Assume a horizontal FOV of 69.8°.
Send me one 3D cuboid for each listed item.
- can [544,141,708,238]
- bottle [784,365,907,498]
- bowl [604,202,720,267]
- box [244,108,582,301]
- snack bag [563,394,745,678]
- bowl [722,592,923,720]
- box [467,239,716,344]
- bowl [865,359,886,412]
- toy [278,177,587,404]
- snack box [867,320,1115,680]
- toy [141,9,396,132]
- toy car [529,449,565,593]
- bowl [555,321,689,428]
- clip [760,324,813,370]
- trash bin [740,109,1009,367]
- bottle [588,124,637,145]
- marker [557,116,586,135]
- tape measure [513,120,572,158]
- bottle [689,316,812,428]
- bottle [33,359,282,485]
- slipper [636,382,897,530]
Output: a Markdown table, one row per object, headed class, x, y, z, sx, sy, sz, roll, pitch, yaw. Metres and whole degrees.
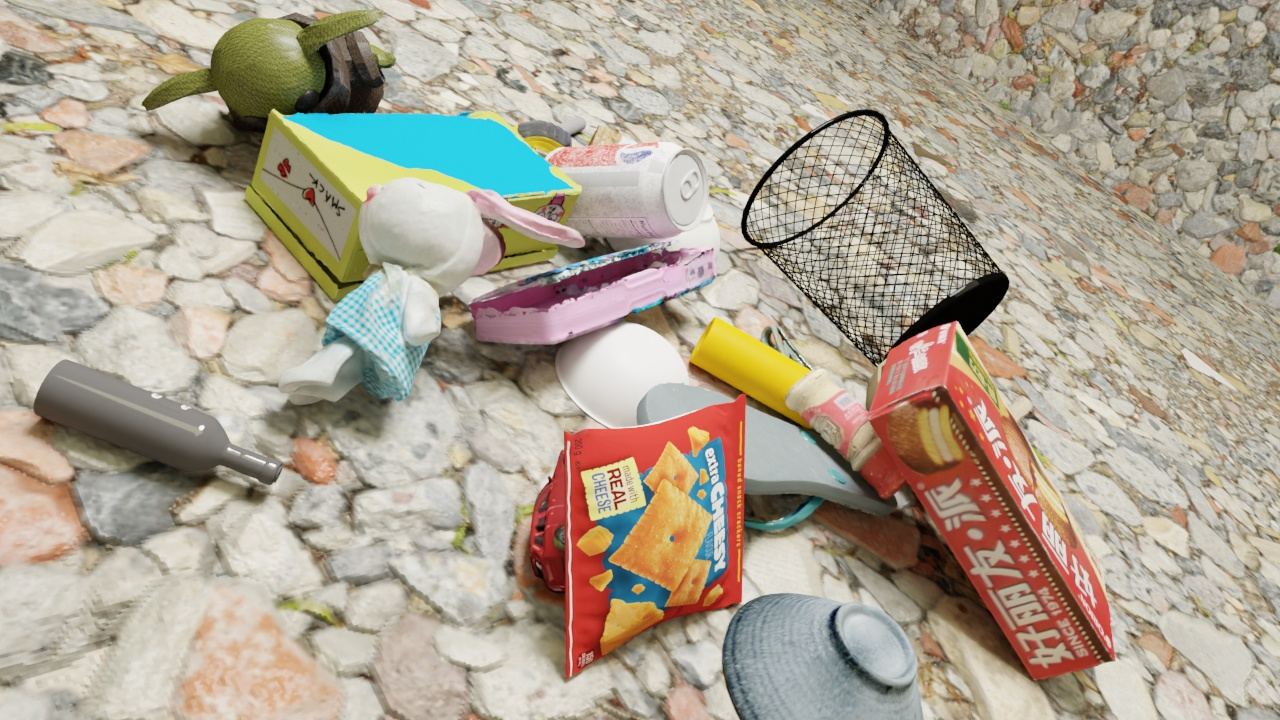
| class | x | y | z | sx | sy | sz | roll | pitch | yaw |
| --- | --- | --- | --- | --- | --- | --- | --- | --- | --- |
| can | -0.017 | -0.143 | 0.776 | 0.136 | 0.078 | 0.078 | 7 | 17 | 35 |
| bottle | 0.160 | 0.054 | 0.694 | 0.109 | 0.044 | 0.044 | 45 | 35 | 20 |
| bowl | 0.027 | -0.126 | 0.859 | 0.113 | 0.063 | 0.113 | 22 | 34 | -16 |
| box | -0.161 | -0.125 | 0.692 | 0.124 | 0.081 | 0.220 | 43 | 32 | 18 |
| snack bag | 0.010 | 0.092 | 0.513 | 0.039 | 0.131 | 0.143 | 8 | 11 | 44 |
| bowl | 0.121 | 0.178 | 0.530 | 0.137 | 0.057 | 0.136 | 22 | 33 | -15 |
| box | -0.030 | -0.063 | 0.708 | 0.085 | 0.053 | 0.229 | 4 | 18 | 34 |
| bowl | 0.256 | 0.066 | 0.798 | 0.152 | 0.051 | 0.152 | 21 | 34 | -15 |
| toy | -0.148 | -0.051 | 0.560 | 0.204 | 0.131 | 0.106 | -48 | 114 | -34 |
| snack box | 0.254 | 0.098 | 0.659 | 0.236 | 0.060 | 0.113 | 56 | 32 | -9 |
| toy | -0.254 | -0.208 | 0.681 | 0.152 | 0.179 | 0.078 | -70 | 141 | -78 |
| toy car | -0.042 | 0.090 | 0.529 | 0.036 | 0.042 | 0.091 | -1 | 40 | 8 |
| bowl | -0.004 | 0.004 | 0.676 | 0.110 | 0.041 | 0.109 | 21 | 34 | -15 |
| clip | 0.129 | -0.003 | 0.814 | 0.059 | 0.023 | 0.076 | 6 | 42 | -37 |
| trash bin | 0.235 | -0.106 | 0.908 | 0.183 | 0.185 | 0.210 | -8 | 55 | -45 |
| bottle | -0.006 | -0.188 | 0.921 | 0.105 | 0.056 | 0.056 | 24 | 33 | -11 |
| marker | -0.091 | -0.233 | 0.949 | 0.016 | 0.016 | 0.140 | 35 | 32 | 5 |
| tape measure | -0.094 | -0.185 | 0.837 | 0.065 | 0.064 | 0.037 | 18 | 33 | -18 |
| bottle | 0.113 | 0.018 | 0.752 | 0.143 | 0.043 | 0.043 | 30 | 32 | -3 |
| bottle | -0.234 | 0.035 | 0.454 | 0.113 | 0.030 | 0.030 | 24 | 33 | -11 |
| slipper | 0.084 | 0.075 | 0.658 | 0.268 | 0.055 | 0.098 | 16 | 31 | -42 |
